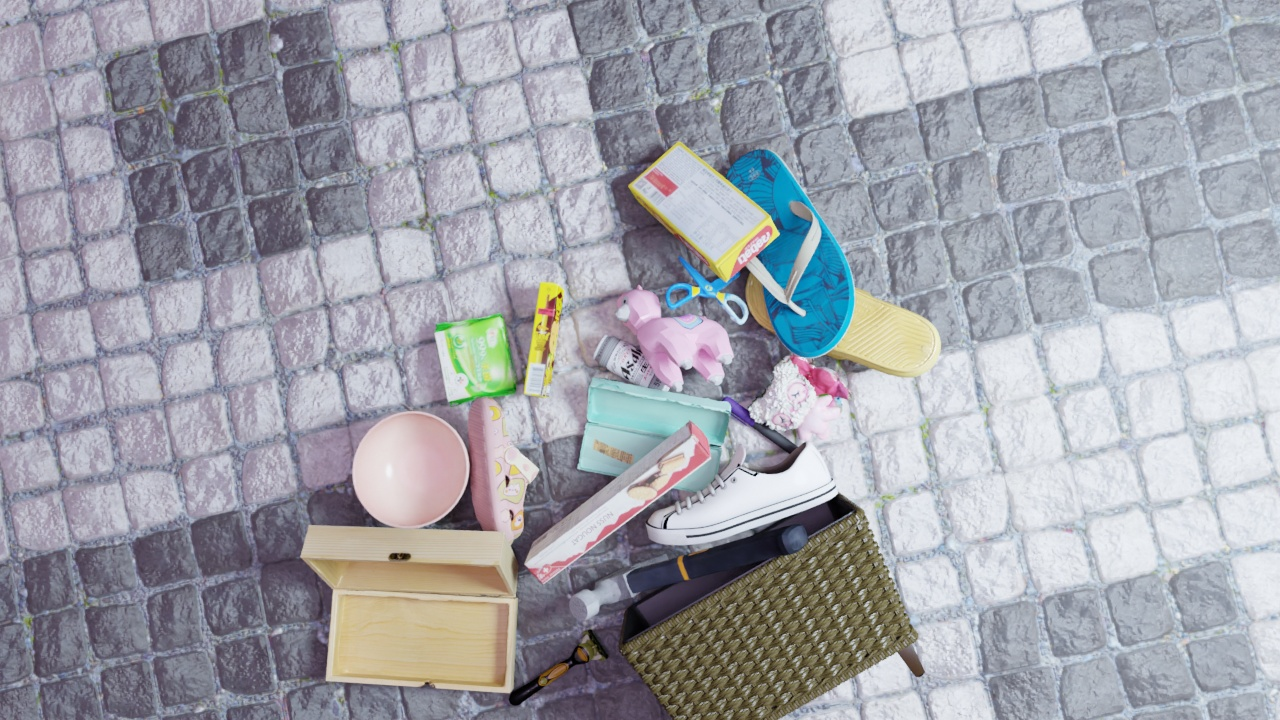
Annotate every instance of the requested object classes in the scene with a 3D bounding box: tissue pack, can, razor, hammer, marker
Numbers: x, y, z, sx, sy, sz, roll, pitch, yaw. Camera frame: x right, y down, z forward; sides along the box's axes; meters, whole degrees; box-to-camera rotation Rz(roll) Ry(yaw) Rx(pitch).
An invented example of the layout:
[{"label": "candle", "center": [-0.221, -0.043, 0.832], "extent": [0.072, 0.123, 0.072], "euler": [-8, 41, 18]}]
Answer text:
[{"label": "tissue pack", "center": [-0.222, -0.002, 1.229], "extent": [0.099, 0.034, 0.114], "euler": [-12, 88, 2]}, {"label": "can", "center": [-0.007, 0.007, 1.208], "extent": [0.106, 0.044, 0.044], "euler": [28, 89, 5]}, {"label": "razor", "center": [-0.112, 0.411, 1.206], "extent": [0.144, 0.021, 0.044], "euler": [-34, 85, 4]}, {"label": "hammer", "center": [0.062, 0.246, 1.091], "extent": [0.313, 0.139, 0.035], "euler": [-26, 84, 40]}, {"label": "marker", "center": [0.162, 0.091, 1.206], "extent": [0.134, 0.015, 0.018], "euler": [36, 104, 5]}]

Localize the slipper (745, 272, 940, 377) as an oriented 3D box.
[{"label": "slipper", "center": [0.255, -0.050, 1.174], "extent": [0.263, 0.078, 0.099], "euler": [25, 89, 27]}]

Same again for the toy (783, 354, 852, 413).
[{"label": "toy", "center": [0.230, 0.023, 1.189], "extent": [0.102, 0.066, 0.050], "euler": [35, 56, 7]}]

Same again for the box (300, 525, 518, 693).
[{"label": "box", "center": [-0.288, 0.311, 1.188], "extent": [0.248, 0.118, 0.253], "euler": [2, 110, 4]}]

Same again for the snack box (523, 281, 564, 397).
[{"label": "snack box", "center": [-0.126, -0.026, 1.209], "extent": [0.025, 0.061, 0.149], "euler": [8, 88, 4]}]

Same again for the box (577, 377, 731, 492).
[{"label": "box", "center": [0.017, 0.099, 1.205], "extent": [0.187, 0.055, 0.138], "euler": [12, 116, 4]}]

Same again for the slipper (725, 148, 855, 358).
[{"label": "slipper", "center": [0.182, -0.146, 1.153], "extent": [0.118, 0.060, 0.294], "euler": [-27, 70, 17]}]

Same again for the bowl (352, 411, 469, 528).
[{"label": "bowl", "center": [-0.291, 0.142, 1.204], "extent": [0.153, 0.076, 0.153], "euler": [0, 86, 3]}]

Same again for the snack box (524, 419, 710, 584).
[{"label": "snack box", "center": [-0.028, 0.180, 1.162], "extent": [0.273, 0.076, 0.044], "euler": [-39, 99, 9]}]

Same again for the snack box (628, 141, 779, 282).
[{"label": "snack box", "center": [0.078, -0.193, 1.168], "extent": [0.092, 0.042, 0.200], "euler": [-42, 54, 0]}]

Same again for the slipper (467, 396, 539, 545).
[{"label": "slipper", "center": [-0.177, 0.142, 1.199], "extent": [0.081, 0.093, 0.197], "euler": [-9, 94, -29]}]

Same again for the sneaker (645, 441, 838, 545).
[{"label": "sneaker", "center": [0.119, 0.160, 1.163], "extent": [0.245, 0.091, 0.097], "euler": [-18, 91, 5]}]

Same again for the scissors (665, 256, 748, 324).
[{"label": "scissors", "center": [0.088, -0.090, 1.193], "extent": [0.125, 0.013, 0.127], "euler": [-32, 75, -30]}]

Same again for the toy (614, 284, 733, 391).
[{"label": "toy", "center": [0.041, -0.035, 1.186], "extent": [0.123, 0.067, 0.157], "euler": [-9, 50, -28]}]

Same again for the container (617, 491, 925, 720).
[{"label": "container", "center": [0.164, 0.335, 1.117], "extent": [0.321, 0.176, 0.205], "euler": [-30, 89, 2]}]

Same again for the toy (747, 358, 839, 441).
[{"label": "toy", "center": [0.200, 0.060, 1.169], "extent": [0.109, 0.041, 0.096], "euler": [30, 118, 6]}]
